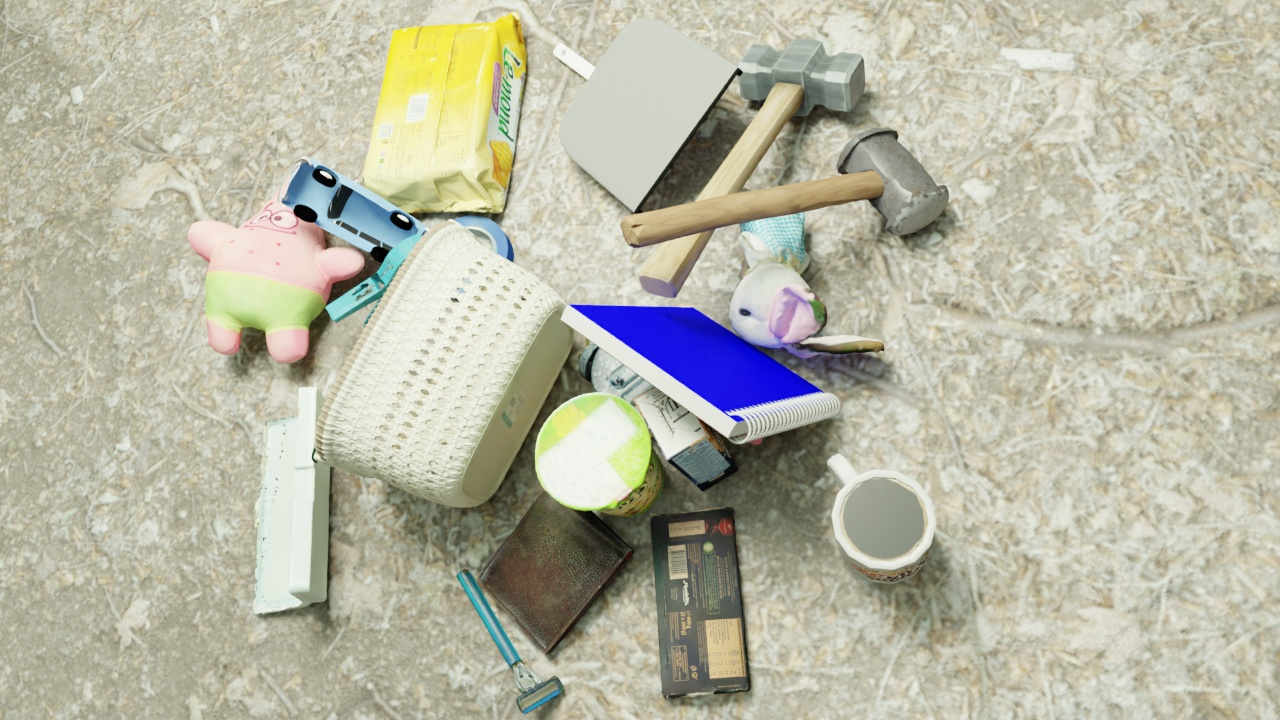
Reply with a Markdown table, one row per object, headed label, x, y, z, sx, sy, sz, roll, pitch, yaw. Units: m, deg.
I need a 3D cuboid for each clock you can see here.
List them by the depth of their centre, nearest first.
| label | x | y | z | sx | sy | sz | roll | pitch | yaw |
| --- | --- | --- | --- | --- | --- | --- | --- | --- | --- |
| clock | -0.005 | 0.005 | 0.843 | 0.090 | 0.052 | 0.129 | -38 | 66 | 0 |

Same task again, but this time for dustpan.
| label | x | y | z | sx | sy | sz | roll | pitch | yaw |
| --- | --- | --- | --- | --- | --- | --- | --- | --- | --- |
| dustpan | -0.023 | -0.274 | 0.939 | 0.257 | 0.033 | 0.163 | 45 | 104 | 34 |

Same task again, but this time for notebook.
| label | x | y | z | sx | sy | sz | roll | pitch | yaw |
| --- | --- | --- | --- | --- | --- | --- | --- | --- | --- |
| notebook | 0.058 | 0.004 | 0.747 | 0.171 | 0.208 | 0.022 | 35 | 109 | 24 |

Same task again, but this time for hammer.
| label | x | y | z | sx | sy | sz | roll | pitch | yaw |
| --- | --- | --- | --- | --- | --- | --- | --- | --- | --- |
| hammer | 0.124 | -0.135 | 0.769 | 0.327 | 0.052 | 0.098 | -15 | 60 | -31 |
| hammer | 0.092 | -0.179 | 0.834 | 0.117 | 0.051 | 0.322 | 17 | 58 | 29 |

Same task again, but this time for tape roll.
| label | x | y | z | sx | sy | sz | roll | pitch | yaw |
| --- | --- | --- | --- | --- | --- | --- | --- | --- | --- |
| tape roll | -0.179 | -0.106 | 0.953 | 0.093 | 0.016 | 0.091 | -23 | 66 | 7 |

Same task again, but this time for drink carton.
| label | x | y | z | sx | sy | sz | roll | pitch | yaw |
| --- | --- | --- | --- | --- | --- | --- | --- | --- | --- |
| drink carton | 0.041 | 0.064 | 0.766 | 0.040 | 0.130 | 0.064 | -30 | 66 | 5 |

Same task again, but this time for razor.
| label | x | y | z | sx | sy | sz | roll | pitch | yaw |
| --- | --- | --- | --- | --- | --- | --- | --- | --- | --- |
| razor | -0.123 | 0.243 | 0.807 | 0.042 | 0.022 | 0.144 | -20 | 55 | -33 |

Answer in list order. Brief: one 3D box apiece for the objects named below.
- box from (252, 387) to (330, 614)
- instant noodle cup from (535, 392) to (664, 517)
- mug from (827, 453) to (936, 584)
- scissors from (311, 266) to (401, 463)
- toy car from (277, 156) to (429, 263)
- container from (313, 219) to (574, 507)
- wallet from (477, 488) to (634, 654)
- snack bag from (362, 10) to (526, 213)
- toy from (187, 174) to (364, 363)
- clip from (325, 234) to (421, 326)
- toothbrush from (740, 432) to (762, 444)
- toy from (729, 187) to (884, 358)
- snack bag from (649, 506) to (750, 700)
| label | x | y | z | sx | sy | sz | roll | pitch | yaw |
| --- | --- | --- | --- | --- | --- | --- | --- | --- | --- |
| box | -0.335 | 0.134 | 0.879 | 0.126 | 0.075 | 0.197 | -20 | 63 | 29 |
| instant noodle cup | -0.026 | 0.090 | 0.786 | 0.099 | 0.108 | 0.098 | -5 | 69 | 14 |
| mug | 0.183 | 0.121 | 0.726 | 0.073 | 0.089 | 0.105 | -34 | 65 | 1 |
| scissors | -0.250 | -0.011 | 0.864 | 0.015 | 0.203 | 0.202 | 28 | 108 | -6 |
| toy car | -0.290 | -0.150 | 0.939 | 0.056 | 0.153 | 0.054 | -55 | 19 | 17 |
| container | -0.167 | 0.012 | 0.822 | 0.143 | 0.184 | 0.246 | 25 | 81 | 12 |
| wallet | -0.076 | 0.180 | 0.808 | 0.099 | 0.031 | 0.120 | 40 | 94 | 24 |
| snack bag | -0.215 | -0.269 | 0.996 | 0.160 | 0.068 | 0.246 | -1 | 70 | 16 |
| toy | -0.380 | -0.114 | 0.973 | 0.192 | 0.097 | 0.236 | 9 | 65 | 5 |
| clip | -0.258 | -0.080 | 0.912 | 0.127 | 0.113 | 0.028 | -36 | 65 | -1 |
| toothbrush | 0.058 | 0.028 | 0.801 | 0.135 | 0.016 | 0.021 | 43 | 70 | -14 |
| toy | 0.113 | -0.074 | 0.822 | 0.106 | 0.131 | 0.205 | -37 | 50 | 22 |
| snack bag | 0.049 | 0.202 | 0.773 | 0.075 | 0.018 | 0.155 | -8 | 68 | 13 |
